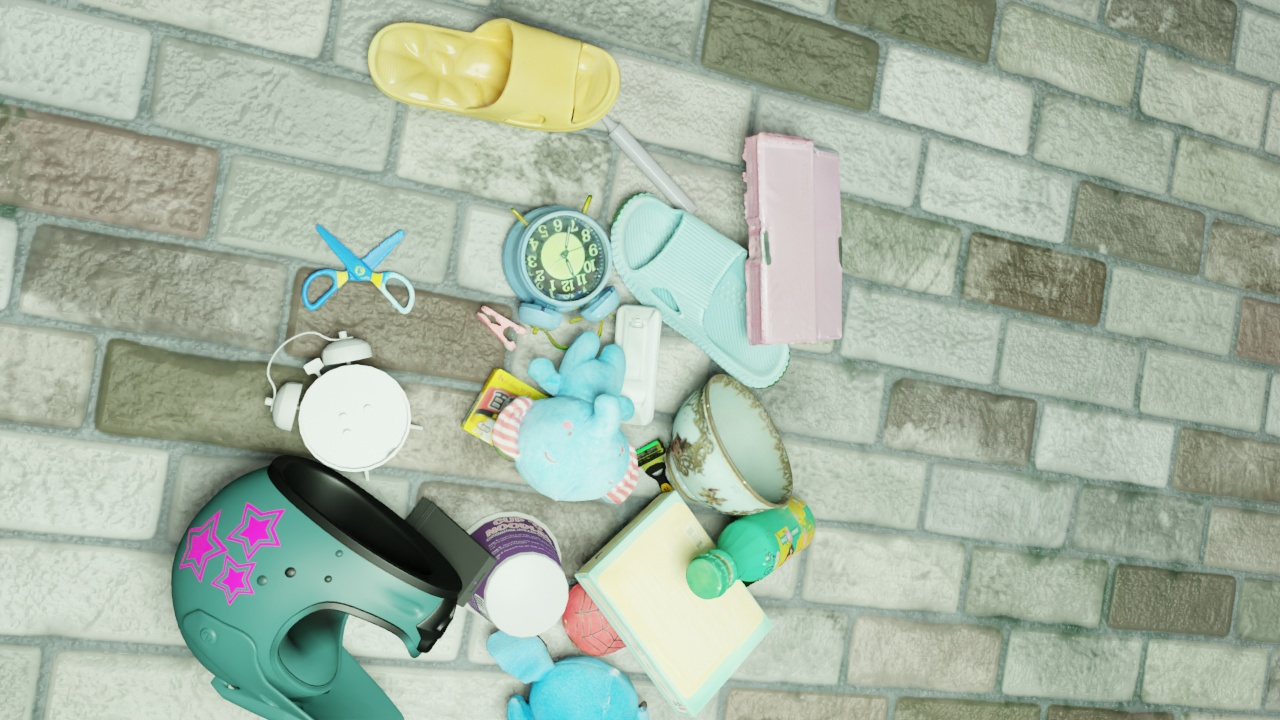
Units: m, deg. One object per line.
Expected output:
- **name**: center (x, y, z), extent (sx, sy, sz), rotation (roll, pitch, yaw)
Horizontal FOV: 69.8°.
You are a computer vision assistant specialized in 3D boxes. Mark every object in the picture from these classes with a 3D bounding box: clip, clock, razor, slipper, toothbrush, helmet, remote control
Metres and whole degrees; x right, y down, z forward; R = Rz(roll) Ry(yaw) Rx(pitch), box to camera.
- **clip**: center (-0.152, -0.031, 0.986), extent (0.059, 0.023, 0.045), rotation (14, 86, -23)
- **clock**: center (-0.301, 0.042, 0.919), extent (0.119, 0.061, 0.159), rotation (-45, 105, -11)
- **razor**: center (0.037, 0.161, 1.049), extent (0.044, 0.021, 0.144), rotation (-28, 99, 3)
- **slipper**: center (0.077, -0.074, 1.026), extent (0.276, 0.070, 0.115), rotation (43, 73, -15)
- **toothbrush**: center (-0.006, -0.234, 1.025), extent (0.188, 0.018, 0.019), rotation (45, 69, -14)
- **helmet**: center (-0.303, 0.232, 0.847), extent (0.275, 0.176, 0.200), rotation (35, 91, 7)
- **remote control**: center (-0.006, 0.006, 1.012), extent (0.050, 0.022, 0.133), rotation (5, 101, 5)
- **clock**: center (-0.082, -0.092, 0.985), extent (0.118, 0.060, 0.162), rotation (-16, 100, -18)
- **slipper**: center (-0.145, -0.297, 0.946), extent (0.263, 0.078, 0.099), rotation (4, 91, -13)
- **remote control**: center (-0.199, 0.191, 0.923), extent (0.058, 0.133, 0.013), rotation (-54, 135, -9)

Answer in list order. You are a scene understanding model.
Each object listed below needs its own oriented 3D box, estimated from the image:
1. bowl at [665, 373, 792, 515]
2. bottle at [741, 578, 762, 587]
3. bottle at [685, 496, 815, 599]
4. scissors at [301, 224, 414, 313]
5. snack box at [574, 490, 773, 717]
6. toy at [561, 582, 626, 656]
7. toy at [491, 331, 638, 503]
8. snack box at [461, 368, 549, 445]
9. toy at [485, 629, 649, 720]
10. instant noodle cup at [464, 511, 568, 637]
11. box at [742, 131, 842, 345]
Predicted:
- **bowl**: center (0.086, 0.106, 1.014), extent (0.094, 0.159, 0.160), rotation (-31, 104, 27)
- **bottle**: center (0.086, 0.270, 1.062), extent (0.122, 0.033, 0.033), rotation (-20, 97, -16)
- **bottle**: center (0.119, 0.204, 0.994), extent (0.209, 0.068, 0.068), rotation (-14, 97, -55)
- **scissors**: center (-0.288, -0.090, 0.944), extent (0.125, 0.013, 0.126), rotation (-45, 108, -10)
- **snack box**: center (0.040, 0.261, 0.993), extent (0.141, 0.044, 0.193), rotation (-39, 97, -31)
- **toy**: center (-0.026, 0.271, 1.014), extent (0.132, 0.062, 0.092), rotation (-30, 105, -25)
- **toy**: center (-0.056, 0.060, 0.948), extent (0.183, 0.115, 0.180), rotation (28, 75, -28)
- **snack box**: center (-0.111, 0.078, 0.998), extent (0.152, 0.025, 0.075), rotation (32, 82, -16)
- **toy**: center (-0.097, 0.392, 0.975), extent (0.224, 0.099, 0.191), rotation (42, 85, -24)
- **instant noodle cup**: center (-0.123, 0.232, 0.948), extent (0.121, 0.122, 0.137), rotation (-46, 104, -11)
- **box**: center (0.187, -0.135, 1.046), extent (0.178, 0.040, 0.232), rotation (-6, 95, -42)
